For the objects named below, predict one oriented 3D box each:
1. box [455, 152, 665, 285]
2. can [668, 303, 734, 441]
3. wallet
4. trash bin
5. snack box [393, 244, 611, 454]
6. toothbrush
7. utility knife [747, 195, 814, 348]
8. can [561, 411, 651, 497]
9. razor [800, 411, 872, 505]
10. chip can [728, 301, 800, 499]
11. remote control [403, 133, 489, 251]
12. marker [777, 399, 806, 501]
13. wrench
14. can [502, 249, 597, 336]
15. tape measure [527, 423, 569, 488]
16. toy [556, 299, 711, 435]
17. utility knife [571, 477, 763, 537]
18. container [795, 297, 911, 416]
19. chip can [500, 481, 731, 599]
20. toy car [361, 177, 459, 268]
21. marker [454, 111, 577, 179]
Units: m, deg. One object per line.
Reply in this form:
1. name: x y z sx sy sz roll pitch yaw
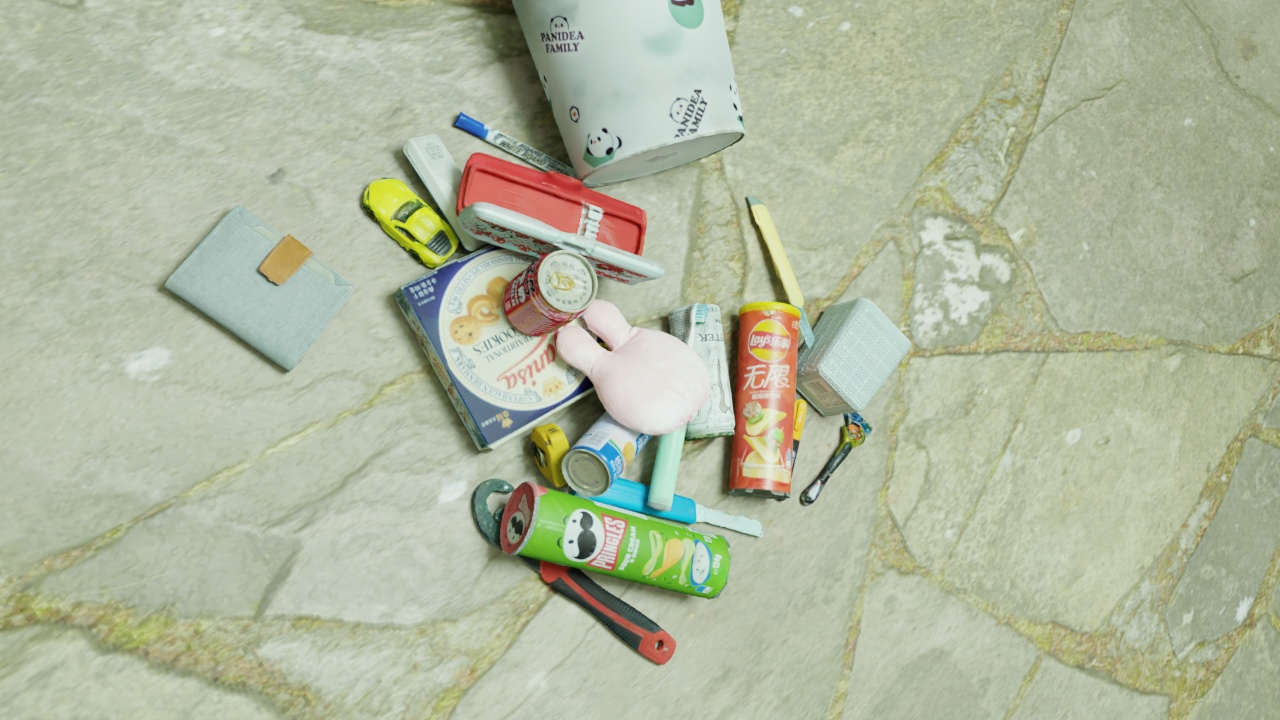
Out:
1. box: -0.074 -0.140 0.900 0.201 0.100 0.110 16 72 -23
2. can: 0.068 0.013 1.012 0.058 0.058 0.146 -3 81 -27
3. wallet: -0.342 -0.069 0.838 0.129 0.037 0.106 38 67 -15
4. trash bin: -0.010 -0.330 0.957 0.229 0.230 0.252 -19 94 -28
5. snack box: -0.126 -0.028 0.932 0.177 0.046 0.182 -30 94 -29
6. toothbrush: 0.040 0.047 0.971 0.026 0.027 0.224 21 78 -56
7. utility knife: 0.171 -0.108 1.094 0.030 0.021 0.201 -8 68 -39
8. can: -0.026 0.080 0.927 0.053 0.053 0.134 54 35 -7
9. razor: 0.233 0.117 1.095 0.042 0.022 0.142 45 65 -9
10. chip can: 0.141 0.046 1.035 0.073 0.073 0.216 10 77 -24
11. remote control: -0.190 -0.171 0.931 0.125 0.024 0.048 57 30 -5
12. marker: 0.176 0.104 1.073 0.018 0.015 0.123 20 74 -17
13. wrench: -0.067 0.221 0.930 0.273 0.016 0.056 44 65 -12
14. can: -0.087 -0.064 0.878 0.066 0.094 0.066 6 76 -27
15. tape measure: -0.092 0.093 0.918 0.028 0.057 0.060 -18 113 -26
16. toy: -0.005 0.005 0.924 0.159 0.054 0.121 40 53 3
17. utility knife: 0.036 0.159 0.991 0.234 0.018 0.034 18 74 -21
18. container: 0.242 0.001 1.086 0.090 0.090 0.111 43 68 -12
19. chip can: -0.019 0.182 0.917 0.235 0.072 0.072 20 72 -28
20. toy car: -0.227 -0.140 0.912 0.105 0.032 0.048 43 65 -11
21. marker: -0.129 -0.226 0.985 0.145 0.017 0.016 24 70 -21
